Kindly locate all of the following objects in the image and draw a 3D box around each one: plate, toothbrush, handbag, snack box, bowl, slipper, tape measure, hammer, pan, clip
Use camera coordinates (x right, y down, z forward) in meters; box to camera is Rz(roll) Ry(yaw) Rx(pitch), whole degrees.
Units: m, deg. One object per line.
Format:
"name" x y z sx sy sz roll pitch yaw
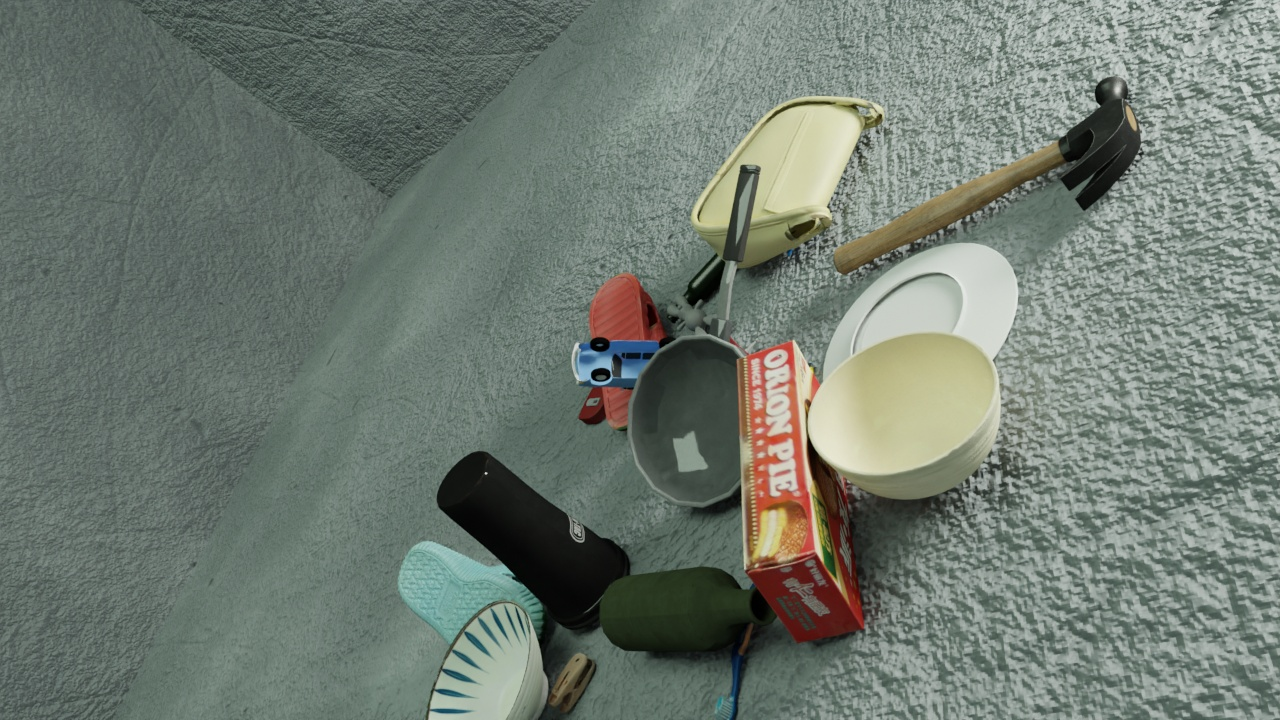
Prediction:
"plate" 0.253 -0.030 0.864 0.209 0.015 0.208 -38 30 27
"toothbrush" 0.087 0.246 0.792 0.022 0.017 0.134 -22 40 49
"handbag" 0.182 -0.219 1.121 0.191 0.088 0.232 8 61 42
"snack box" 0.131 0.104 0.776 0.060 0.113 0.235 -19 38 21
"bowl" -0.148 0.351 0.974 0.178 0.071 0.177 -37 33 30
"slipper" -0.202 0.300 1.126 0.277 0.069 0.116 16 81 42
"slipper" -0.010 -0.012 1.215 0.104 0.059 0.248 -34 47 30
"bowl" 0.218 0.055 0.734 0.151 0.075 0.150 -24 33 17
"tape measure" -0.057 0.057 1.247 0.051 0.019 0.058 -9 50 54
"hammer" 0.316 -0.153 0.884 0.306 0.040 0.132 -27 31 41
"pan" 0.083 -0.024 0.950 0.179 0.041 0.357 12 92 41
"clip" -0.072 0.327 0.933 0.026 0.049 0.061 3 87 59

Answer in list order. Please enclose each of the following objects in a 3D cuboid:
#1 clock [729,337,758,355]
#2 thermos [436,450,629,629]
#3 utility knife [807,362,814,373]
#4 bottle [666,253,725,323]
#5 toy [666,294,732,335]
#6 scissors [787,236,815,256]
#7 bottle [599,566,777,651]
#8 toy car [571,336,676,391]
"clock" 0.079 0.030 1.030 0.138 0.048 0.096 -43 28 18
"thermos" -0.112 0.187 0.966 0.106 0.218 0.105 -31 31 21
"utility knife" 0.141 0.087 0.898 0.031 0.019 0.217 -30 29 47
"bottle" 0.081 -0.097 1.202 0.123 0.033 0.033 -47 27 12
"toy" 0.070 -0.051 1.149 0.049 0.030 0.112 -51 38 3
"scissors" 0.206 -0.180 1.129 0.110 0.018 0.130 -46 26 18
"bottle" 0.043 0.220 0.809 0.207 0.071 0.071 -25 37 54
"toy car" -0.007 0.006 1.111 0.055 0.153 0.056 99 170 -60
